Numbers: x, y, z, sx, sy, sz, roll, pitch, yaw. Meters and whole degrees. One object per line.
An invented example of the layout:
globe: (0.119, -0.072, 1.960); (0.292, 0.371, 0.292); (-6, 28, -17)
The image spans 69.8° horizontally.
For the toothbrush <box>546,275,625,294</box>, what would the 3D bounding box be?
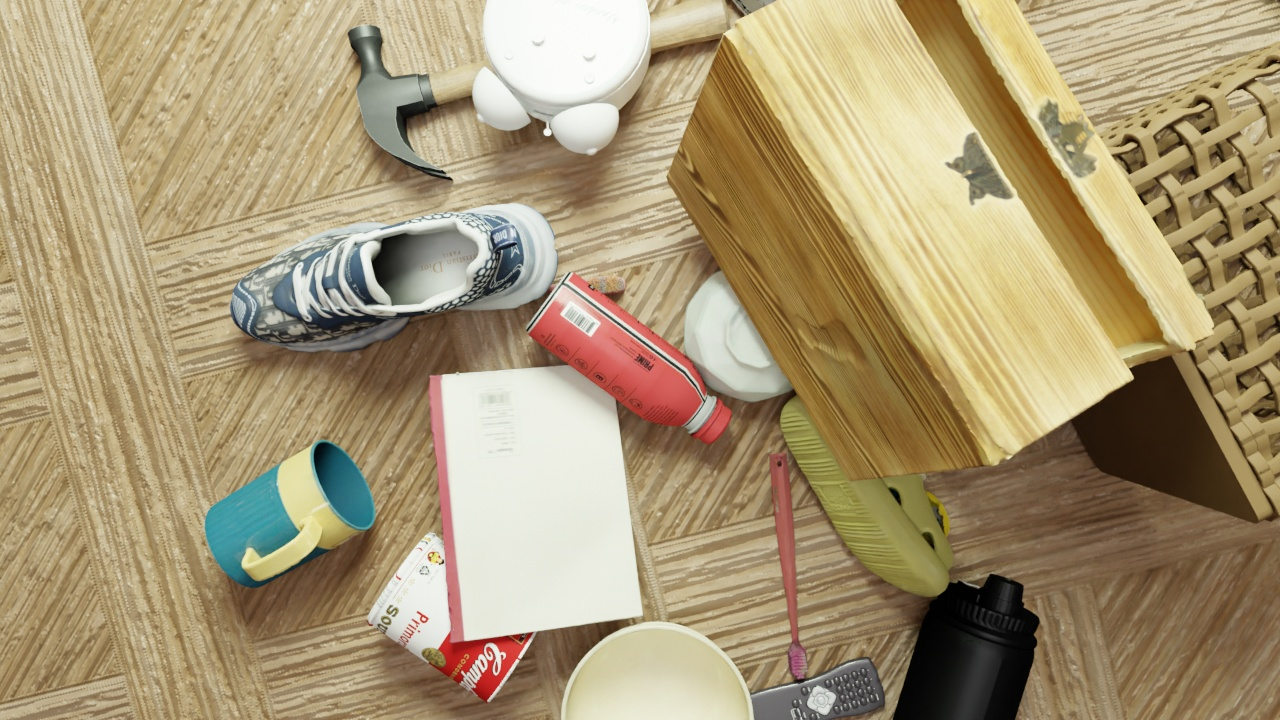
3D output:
toothbrush: (-0.105, -0.060, 0.767); (0.184, 0.015, 0.015); (-2, 90, 4)

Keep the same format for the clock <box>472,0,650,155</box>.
clock: (-0.056, -0.246, 0.695); (0.125, 0.073, 0.161); (18, 87, 3)

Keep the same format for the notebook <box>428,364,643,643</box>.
notebook: (-0.084, 0.107, 0.730); (0.153, 0.012, 0.208); (-4, 77, -13)

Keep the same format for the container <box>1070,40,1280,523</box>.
container: (0.412, -0.062, 0.647); (0.214, 0.219, 0.251); (-29, 91, 3)

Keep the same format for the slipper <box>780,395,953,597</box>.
slipper: (0.189, 0.098, 0.739); (0.081, 0.092, 0.190); (-35, 90, -22)

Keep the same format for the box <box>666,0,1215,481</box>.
box: (0.163, -0.075, 0.605); (0.167, 0.245, 0.279); (-31, 86, -14)

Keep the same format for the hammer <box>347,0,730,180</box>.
hammer: (-0.077, -0.240, 0.749); (0.305, 0.040, 0.132); (-14, 89, 2)

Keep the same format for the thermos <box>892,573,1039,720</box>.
thermos: (0.256, 0.265, 0.733); (0.086, 0.086, 0.198); (16, 93, 1)

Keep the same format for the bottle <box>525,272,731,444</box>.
bottle: (-0.004, 0.004, 0.738); (0.176, 0.062, 0.062); (36, 93, -7)

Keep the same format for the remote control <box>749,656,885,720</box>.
remote control: (0.144, 0.289, 0.776); (0.124, 0.009, 0.046); (-19, 92, 3)

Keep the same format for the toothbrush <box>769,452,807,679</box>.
toothbrush: (0.124, 0.172, 0.768); (0.016, 0.016, 0.190); (-6, 92, 3)

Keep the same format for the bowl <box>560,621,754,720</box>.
bowl: (0.014, 0.278, 0.747); (0.151, 0.075, 0.151); (0, 93, 1)

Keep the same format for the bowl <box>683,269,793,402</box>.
bowl: (0.093, -0.023, 0.739); (0.117, 0.061, 0.117); (0, 93, 1)

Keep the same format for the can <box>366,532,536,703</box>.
can: (-0.148, 0.207, 0.744); (0.116, 0.086, 0.086); (34, 93, 0)

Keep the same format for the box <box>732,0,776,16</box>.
box: (0.145, -0.414, 0.547); (0.166, 0.480, 0.118); (49, 55, -1)

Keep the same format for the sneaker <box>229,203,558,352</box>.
sneaker: (-0.205, -0.066, 0.706); (0.269, 0.132, 0.103); (-11, 92, 8)

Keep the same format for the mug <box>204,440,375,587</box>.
mug: (-0.283, 0.131, 0.732); (0.107, 0.113, 0.083); (-28, 114, 4)
